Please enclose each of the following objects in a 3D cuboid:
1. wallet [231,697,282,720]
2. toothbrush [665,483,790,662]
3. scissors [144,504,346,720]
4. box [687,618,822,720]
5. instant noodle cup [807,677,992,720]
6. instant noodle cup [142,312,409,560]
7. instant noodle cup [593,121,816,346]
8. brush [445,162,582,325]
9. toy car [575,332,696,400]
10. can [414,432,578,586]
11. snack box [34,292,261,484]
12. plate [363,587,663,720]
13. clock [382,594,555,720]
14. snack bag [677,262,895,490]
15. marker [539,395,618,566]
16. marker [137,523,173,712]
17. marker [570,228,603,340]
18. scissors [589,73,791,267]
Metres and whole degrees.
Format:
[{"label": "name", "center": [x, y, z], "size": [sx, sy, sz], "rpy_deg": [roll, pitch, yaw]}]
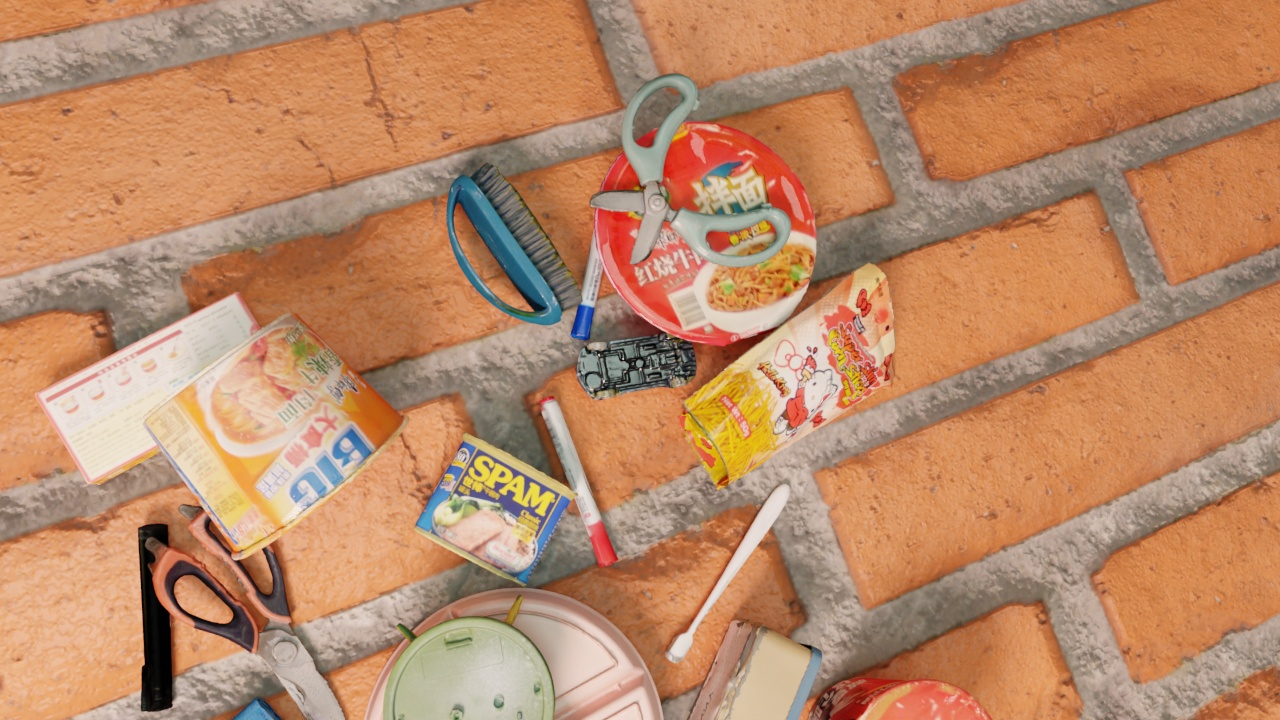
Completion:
[{"label": "wallet", "center": [-0.289, 0.323, 0.645], "size": [0.133, 0.040, 0.106], "rpy_deg": [-42, 83, -16]}, {"label": "toothbrush", "center": [0.075, 0.176, 0.773], "size": [0.016, 0.016, 0.179], "rpy_deg": [40, 72, -7]}, {"label": "scissors", "center": [-0.282, 0.211, 0.669], "size": [0.182, 0.015, 0.209], "rpy_deg": [8, 71, -29]}, {"label": "box", "center": [0.076, 0.284, 0.714], "size": [0.063, 0.090, 0.184], "rpy_deg": [29, 76, -1]}, {"label": "instant noodle cup", "center": [0.199, 0.315, 0.728], "size": [0.137, 0.109, 0.137], "rpy_deg": [2, 80, -14]}, {"label": "instant noodle cup", "center": [-0.254, 0.045, 0.633], "size": [0.151, 0.151, 0.111], "rpy_deg": [-40, 103, -17]}, {"label": "instant noodle cup", "center": [0.050, -0.102, 0.787], "size": [0.193, 0.066, 0.193], "rpy_deg": [3, 79, -13]}, {"label": "brush", "center": [-0.112, -0.088, 0.749], "size": [0.073, 0.055, 0.144], "rpy_deg": [-36, 91, -17]}, {"label": "toy car", "center": [-0.005, 0.005, 0.772], "size": [0.105, 0.031, 0.049], "rpy_deg": [-8, 82, -16]}, {"label": "can", "center": [-0.113, 0.117, 0.714], "size": [0.102, 0.057, 0.083], "rpy_deg": [30, 77, -7]}, {"label": "snack box", "center": [-0.353, 0.020, 0.686], "size": [0.155, 0.027, 0.077], "rpy_deg": [-31, 89, -17]}, {"label": "plate", "center": [-0.095, 0.287, 0.682], "size": [0.229, 0.028, 0.229], "rpy_deg": [0, 79, -2]}, {"label": "clock", "center": [-0.113, 0.255, 0.644], "size": [0.116, 0.056, 0.161], "rpy_deg": [-12, 79, -4]}, {"label": "snack bag", "center": [0.133, 0.019, 0.778], "size": [0.207, 0.073, 0.129], "rpy_deg": [-32, 125, -14]}, {"label": "marker", "center": [-0.052, 0.098, 0.752], "size": [0.017, 0.017, 0.145], "rpy_deg": [-20, 86, -16]}, {"label": "marker", "center": [-0.351, 0.184, 0.662], "size": [0.020, 0.022, 0.132], "rpy_deg": [-10, 81, 27]}, {"label": "marker", "center": [-0.038, -0.088, 0.788], "size": [0.017, 0.017, 0.145], "rpy_deg": [14, 78, -11]}, {"label": "scissors", "center": [0.047, -0.152, 0.752], "size": [0.174, 0.019, 0.170], "rpy_deg": [8, 80, -11]}]
